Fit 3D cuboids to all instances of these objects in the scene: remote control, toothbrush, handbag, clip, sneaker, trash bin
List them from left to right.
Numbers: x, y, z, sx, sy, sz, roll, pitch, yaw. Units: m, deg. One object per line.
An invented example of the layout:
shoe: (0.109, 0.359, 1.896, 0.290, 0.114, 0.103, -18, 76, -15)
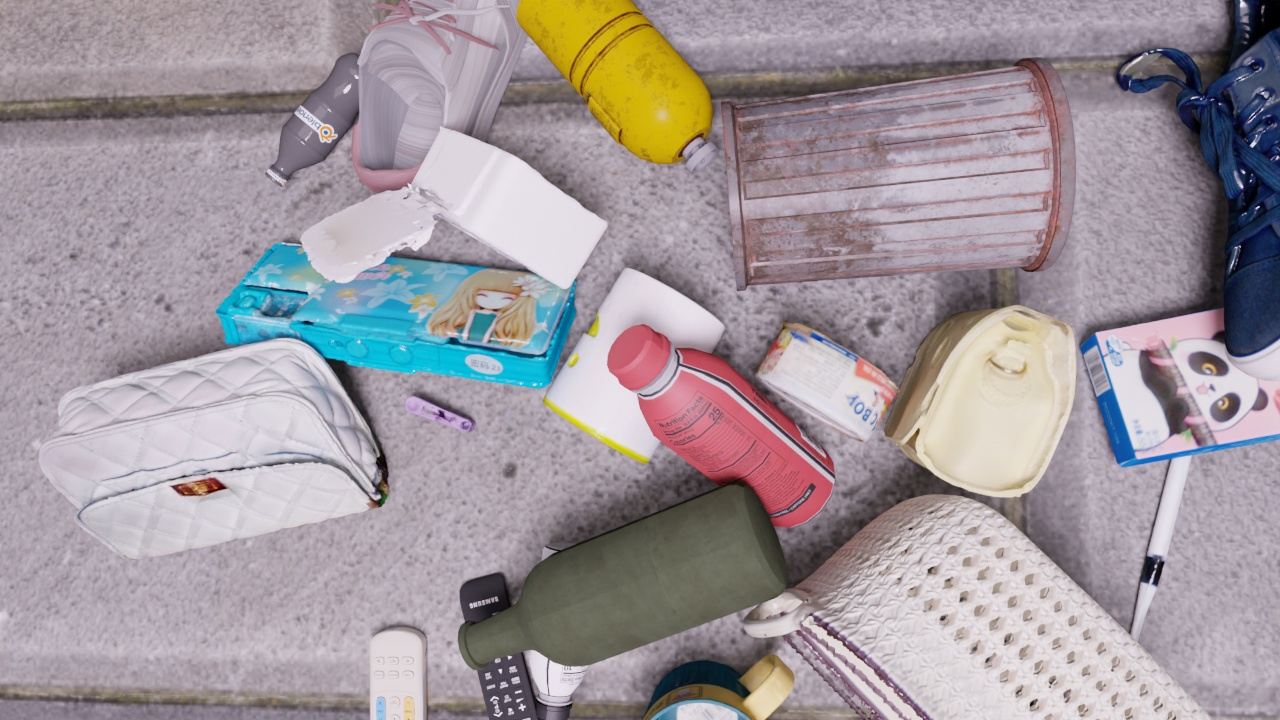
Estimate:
handbag: (-0.284, 0.070, 0.616, 0.195, 0.139, 0.072, -13, 42, 6)
remote control: (-0.169, 0.251, 0.642, 0.038, 0.018, 0.125, -2, 86, 6)
sneaker: (-0.144, -0.219, 0.639, 0.099, 0.089, 0.236, 12, 87, 6)
clip: (-0.143, 0.039, 0.653, 0.051, 0.033, 0.013, 21, 87, 6)
remote control: (-0.093, 0.223, 0.637, 0.033, 0.015, 0.146, -16, 84, 4)
trash bin: (0.162, -0.114, 0.583, 0.211, 0.131, 0.130, -5, 85, 7)
handbag: (0.209, 0.022, 0.573, 0.081, 0.119, 0.111, 21, 91, 8)
toothbrush: (0.341, 0.128, 0.601, 0.012, 0.017, 0.186, 16, 87, -2)
sneaker: (0.374, -0.134, 0.562, 0.127, 0.121, 0.294, 18, 74, -2)

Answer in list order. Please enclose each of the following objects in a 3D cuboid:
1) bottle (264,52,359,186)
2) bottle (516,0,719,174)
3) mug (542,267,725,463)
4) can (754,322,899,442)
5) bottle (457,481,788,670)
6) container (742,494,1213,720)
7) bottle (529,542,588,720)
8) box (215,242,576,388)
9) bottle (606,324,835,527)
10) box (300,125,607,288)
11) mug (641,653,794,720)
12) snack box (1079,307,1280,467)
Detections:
bottle: (-0.234, -0.174, 0.671, 0.036, 0.036, 0.110, 39, 90, 7)
bottle: (-0.009, -0.197, 0.635, 0.071, 0.071, 0.164, -40, 83, 1)
mug: (-0.004, 0.004, 0.613, 0.082, 0.082, 0.106, 31, 88, 7)
can: (0.120, 0.014, 0.598, 0.086, 0.086, 0.043, 31, 89, 7)
bottle: (-0.017, 0.142, 0.562, 0.207, 0.071, 0.071, -24, 83, 14)
container: (0.198, 0.195, 0.536, 0.143, 0.185, 0.251, -44, 84, -11)
bottle: (-0.053, 0.185, 0.624, 0.041, 0.041, 0.116, 7, 86, 6)
box: (-0.163, -0.035, 0.629, 0.227, 0.094, 0.039, 8, 129, 6)
bottle: (0.049, 0.039, 0.567, 0.176, 0.062, 0.062, 39, 90, -33)
box: (-0.119, -0.097, 0.583, 0.111, 0.188, 0.101, 29, 110, 46)
mug: (0.051, 0.231, 0.577, 0.113, 0.107, 0.083, -44, 81, 1)
snack box: (0.378, 0.012, 0.592, 0.154, 0.033, 0.088, -11, 74, 4)
